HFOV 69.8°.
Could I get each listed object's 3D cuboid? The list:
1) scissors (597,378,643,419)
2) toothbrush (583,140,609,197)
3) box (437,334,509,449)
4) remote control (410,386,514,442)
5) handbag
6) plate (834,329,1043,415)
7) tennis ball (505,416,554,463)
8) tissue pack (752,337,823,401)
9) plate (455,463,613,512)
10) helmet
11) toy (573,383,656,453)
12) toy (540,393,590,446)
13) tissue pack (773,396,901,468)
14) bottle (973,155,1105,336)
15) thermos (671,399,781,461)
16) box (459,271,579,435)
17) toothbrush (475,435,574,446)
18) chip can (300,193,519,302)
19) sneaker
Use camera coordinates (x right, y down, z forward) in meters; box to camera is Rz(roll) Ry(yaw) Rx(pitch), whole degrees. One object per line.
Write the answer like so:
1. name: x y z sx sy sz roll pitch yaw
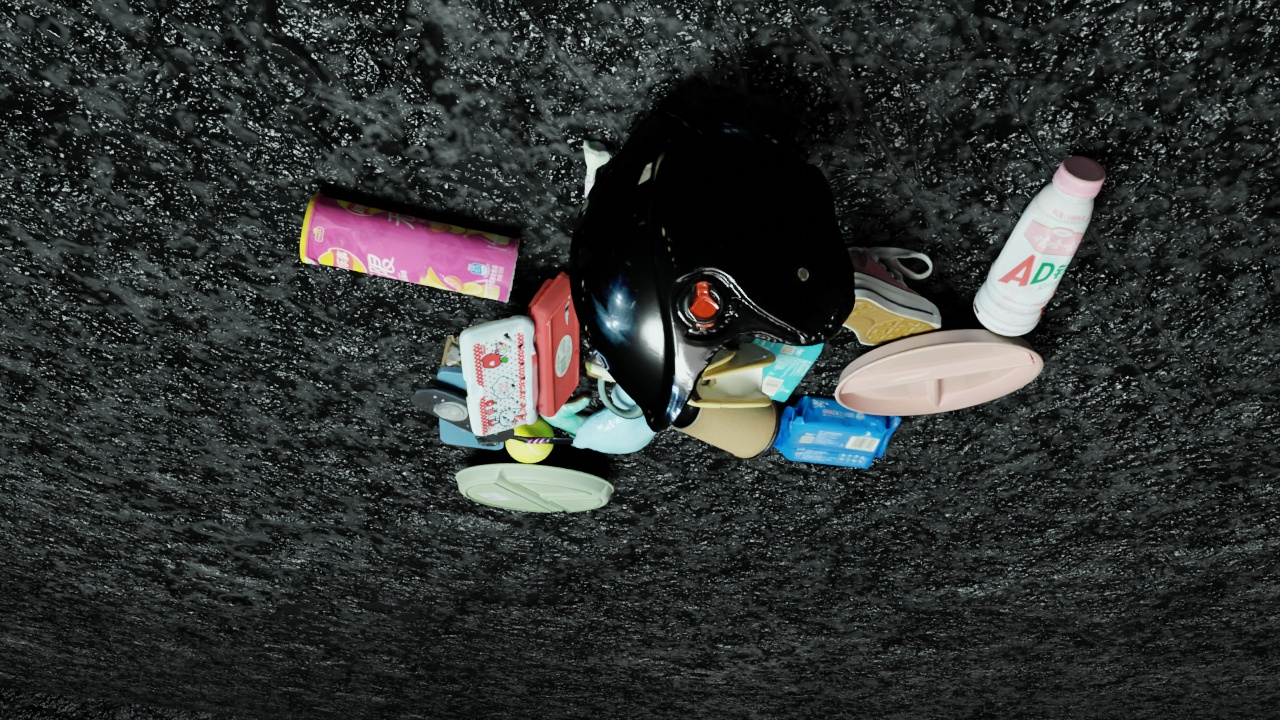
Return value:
1. scissors: -0.011 0.007 1.096 0.176 0.019 0.172 31 114 -29
2. toothbrush: -0.051 -0.145 0.932 0.029 0.020 0.190 31 147 15
3. box: -0.210 0.047 1.166 0.090 0.063 0.185 7 141 -3
4. remote control: -0.214 0.062 1.116 0.136 0.024 0.053 30 138 -28
5. handbag: 0.036 0.003 0.986 0.178 0.163 0.063 -3 104 -25
6. plate: 0.339 0.016 1.058 0.229 0.028 0.230 -3 158 -1
7. tennis ball: -0.149 0.106 1.236 0.065 0.065 0.066 3 143 2
8. tissue pack: 0.149 -0.011 1.065 0.093 0.050 0.134 13 142 -10
9. plate: -0.153 0.189 1.328 0.230 0.027 0.230 3 159 1
10. helmet: 0.046 -0.081 0.814 0.230 0.274 0.233 36 175 -6
11. toy: -0.012 0.075 1.192 0.161 0.049 0.156 -10 138 -3
12. toy: -0.087 0.078 1.224 0.092 0.030 0.097 31 130 -34
13. tissue pack: 0.249 0.091 1.190 0.157 0.052 0.095 7 141 -4
14. bottle: 0.391 -0.110 0.900 0.068 0.068 0.197 4 140 -1
15. thermos: 0.102 0.069 1.123 0.143 0.093 0.093 17 143 -39
16. box: -0.128 0.004 1.041 0.159 0.063 0.201 -34 152 -26
17. toothbrush: -0.125 0.106 1.200 0.189 0.017 0.014 5 135 -29
18. chip can: -0.234 -0.115 0.945 0.210 0.071 0.072 11 143 -10
19. sneaker: 0.238 -0.075 0.944 0.118 0.087 0.240 -16 162 36
